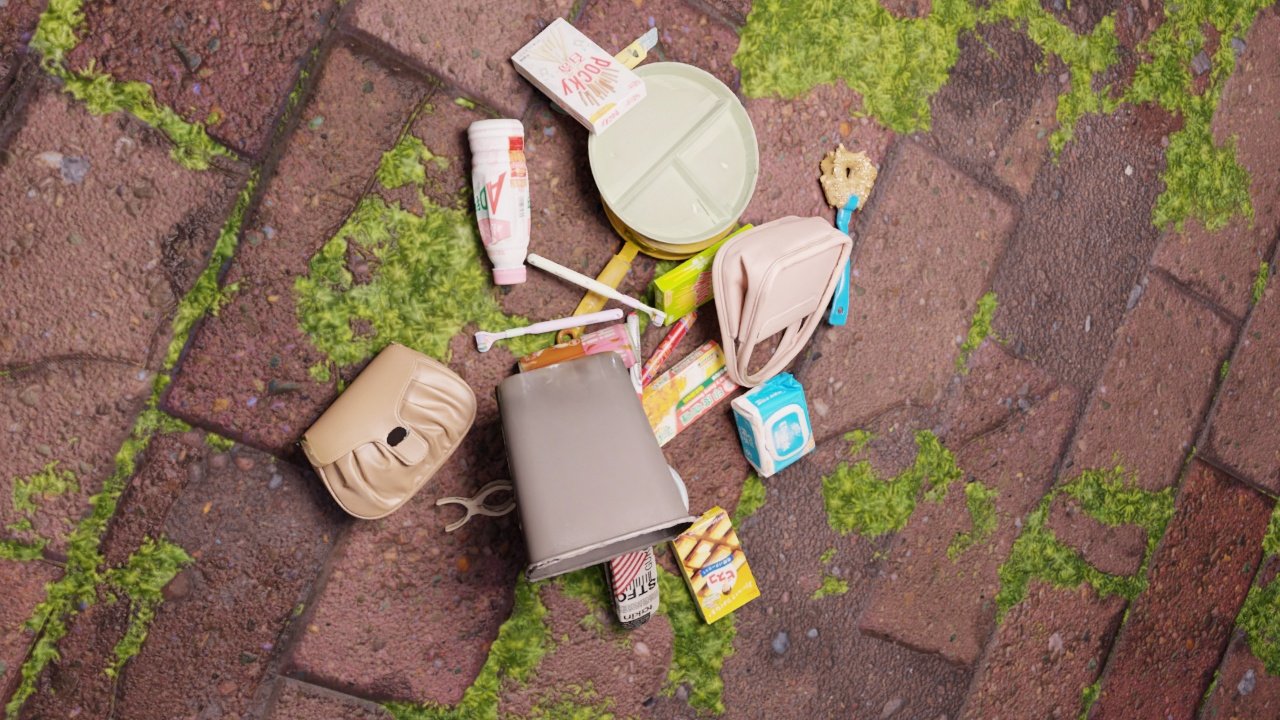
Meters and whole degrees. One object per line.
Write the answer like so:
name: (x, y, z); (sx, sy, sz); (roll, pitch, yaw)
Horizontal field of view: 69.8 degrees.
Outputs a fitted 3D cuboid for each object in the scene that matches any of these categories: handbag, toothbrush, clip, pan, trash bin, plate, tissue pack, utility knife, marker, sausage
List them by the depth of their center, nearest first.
trash bin: (-0.069, 0.125, 1.074); (0.198, 0.199, 0.219); (-16, 75, -11)
handbag: (-0.297, 0.084, 1.092); (0.148, 0.100, 0.204); (43, 78, -14)
plate: (0.042, -0.260, 1.158); (0.230, 0.027, 0.230); (1, 87, -19)
toothbrush: (-0.056, -0.091, 1.159); (0.189, 0.029, 0.020); (25, 59, -4)
toothbrush: (-0.115, -0.042, 1.164); (0.189, 0.021, 0.029); (-12, 124, -5)
clip: (-0.202, 0.192, 1.170); (0.103, 0.034, 0.076); (-28, 103, -9)
utility knife: (-0.042, -0.371, 1.182); (0.176, 0.019, 0.031); (-42, 112, -15)
pan: (-0.001, -0.164, 1.197); (0.197, 0.078, 0.357); (35, 78, -14)
marker: (-0.007, 0.007, 1.199); (0.017, 0.017, 0.145); (3, 73, -19)
handbag: (0.176, -0.064, 1.208); (0.192, 0.093, 0.235); (-26, 134, -39)
sausage: (0.029, -0.010, 1.234); (0.020, 0.020, 0.155); (39, 82, -18)
tissue pack: (0.185, 0.090, 1.255); (0.090, 0.063, 0.140); (-28, 126, -14)

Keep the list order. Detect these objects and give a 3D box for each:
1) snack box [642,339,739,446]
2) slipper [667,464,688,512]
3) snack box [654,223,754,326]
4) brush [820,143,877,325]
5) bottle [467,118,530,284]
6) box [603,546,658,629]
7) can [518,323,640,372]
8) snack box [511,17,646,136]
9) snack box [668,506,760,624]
snack box: (0.054, 0.047, 1.235); (0.155, 0.027, 0.077); (-37, 120, -12)
slipper: (-0.034, 0.151, 1.200); (0.245, 0.074, 0.104); (34, 83, -17)
snack box: (0.089, -0.112, 1.213); (0.156, 0.086, 0.026); (-31, 63, -14)
brush: (0.285, -0.176, 1.285); (0.083, 0.046, 0.254); (5, 88, -22)
bottle: (-0.170, -0.193, 1.128); (0.068, 0.068, 0.197); (-7, 101, -18)
box: (-0.014, 0.277, 1.218); (0.075, 0.076, 0.164); (-21, 121, -19)
can: (-0.078, 0.001, 1.165); (0.147, 0.058, 0.058); (-19, 101, -3)
snack box: (-0.076, -0.347, 1.118); (0.084, 0.027, 0.157); (-43, 68, -11)
snack box: (0.101, 0.285, 1.280); (0.086, 0.034, 0.140); (-25, 104, -14)
